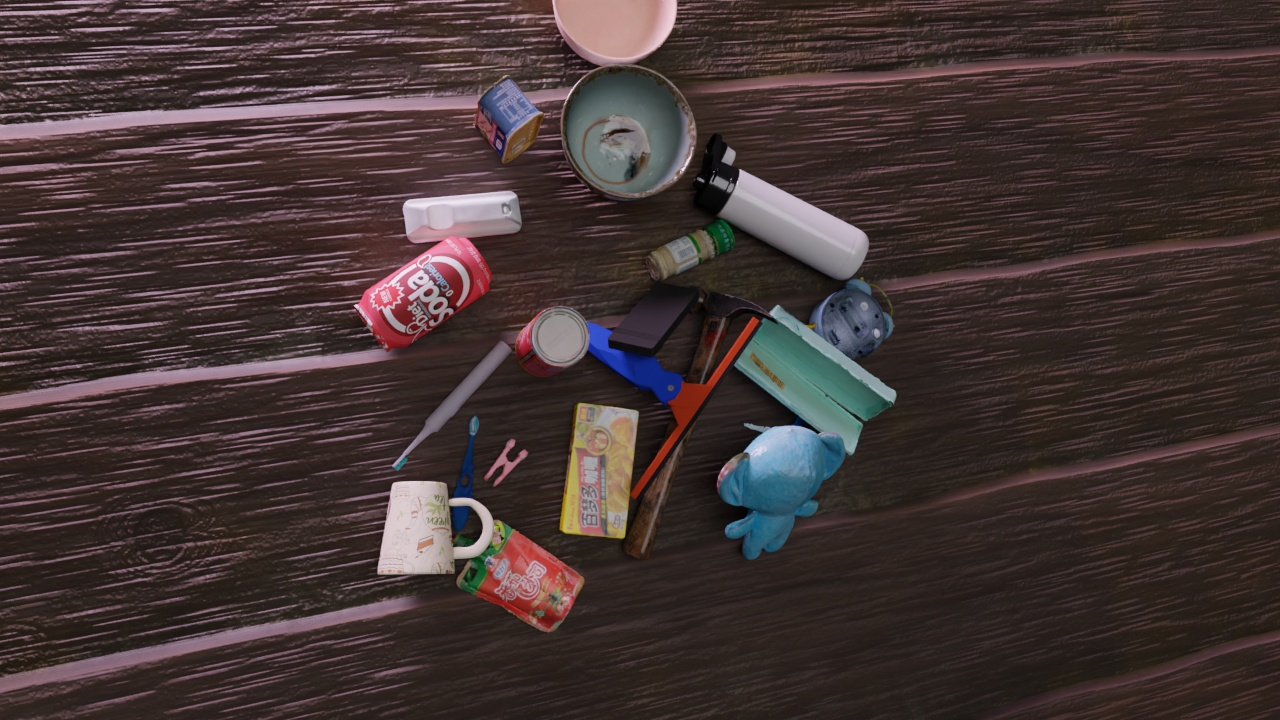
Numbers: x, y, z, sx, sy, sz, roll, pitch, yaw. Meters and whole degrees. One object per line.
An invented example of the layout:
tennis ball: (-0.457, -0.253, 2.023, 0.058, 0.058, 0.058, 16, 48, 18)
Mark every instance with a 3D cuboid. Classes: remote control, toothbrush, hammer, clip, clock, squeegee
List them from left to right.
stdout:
toothbrush: (-0.215, 0.051, 1.045, 0.019, 0.018, 0.187, 43, 76, -5)
remote control: (-0.206, -0.168, 1.066, 0.133, 0.022, 0.050, -8, 87, -15)
toothbrush: (-0.197, 0.128, 1.043, 0.021, 0.016, 0.132, 9, 82, -11)
clip: (-0.152, 0.120, 1.055, 0.043, 0.023, 0.060, 20, 74, -10)
squeegee: (-0.006, 0.006, 1.062, 0.185, 0.055, 0.249, 33, 84, 18)
remote control: (0.017, -0.049, 1.058, 0.058, 0.013, 0.133, 13, 39, 24)
hammer: (0.056, 0.078, 1.084, 0.120, 0.033, 0.330, 17, 84, 28)
clock: (0.270, -0.051, 1.164, 0.124, 0.052, 0.089, -35, 92, -16)

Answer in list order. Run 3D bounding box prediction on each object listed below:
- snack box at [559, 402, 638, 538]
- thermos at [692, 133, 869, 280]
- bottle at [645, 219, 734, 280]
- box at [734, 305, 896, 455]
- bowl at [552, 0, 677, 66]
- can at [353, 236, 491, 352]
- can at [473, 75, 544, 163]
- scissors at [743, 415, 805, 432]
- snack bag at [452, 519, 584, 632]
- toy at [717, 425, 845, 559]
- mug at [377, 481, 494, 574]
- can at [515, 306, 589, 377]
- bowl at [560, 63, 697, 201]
snack box: (-0.048, 0.130, 1.077, 0.075, 0.025, 0.152, 8, 82, -13)
thermos: (0.176, -0.191, 1.149, 0.230, 0.069, 0.101, 25, 66, -10)
bottle: (0.061, -0.133, 1.123, 0.109, 0.043, 0.042, -26, 91, -14)
box: (0.204, 0.032, 1.114, 0.188, 0.077, 0.091, 37, 63, -3)
bowl: (-0.037, -0.418, 1.108, 0.153, 0.076, 0.153, 2, 83, -15)
can: (-0.240, -0.075, 1.022, 0.142, 0.074, 0.074, -36, 94, -15)
can: (-0.153, -0.275, 1.052, 0.053, 0.100, 0.059, -41, 92, -16)
scissors: (0.189, 0.085, 1.150, 0.130, 0.014, 0.117, 13, 78, -6)
snack bag: (-0.145, 0.240, 1.039, 0.155, 0.044, 0.087, 32, 86, -4)
toy: (0.155, 0.151, 1.086, 0.183, 0.115, 0.181, -11, 129, -31)
mug: (-0.221, 0.183, 1.000, 0.122, 0.081, 0.097, 0, 77, -6)
can: (-0.100, -0.019, 1.026, 0.066, 0.124, 0.066, 1, 84, -14)
bowl: (-0.023, -0.257, 1.085, 0.159, 0.094, 0.160, 1, 84, -14)
